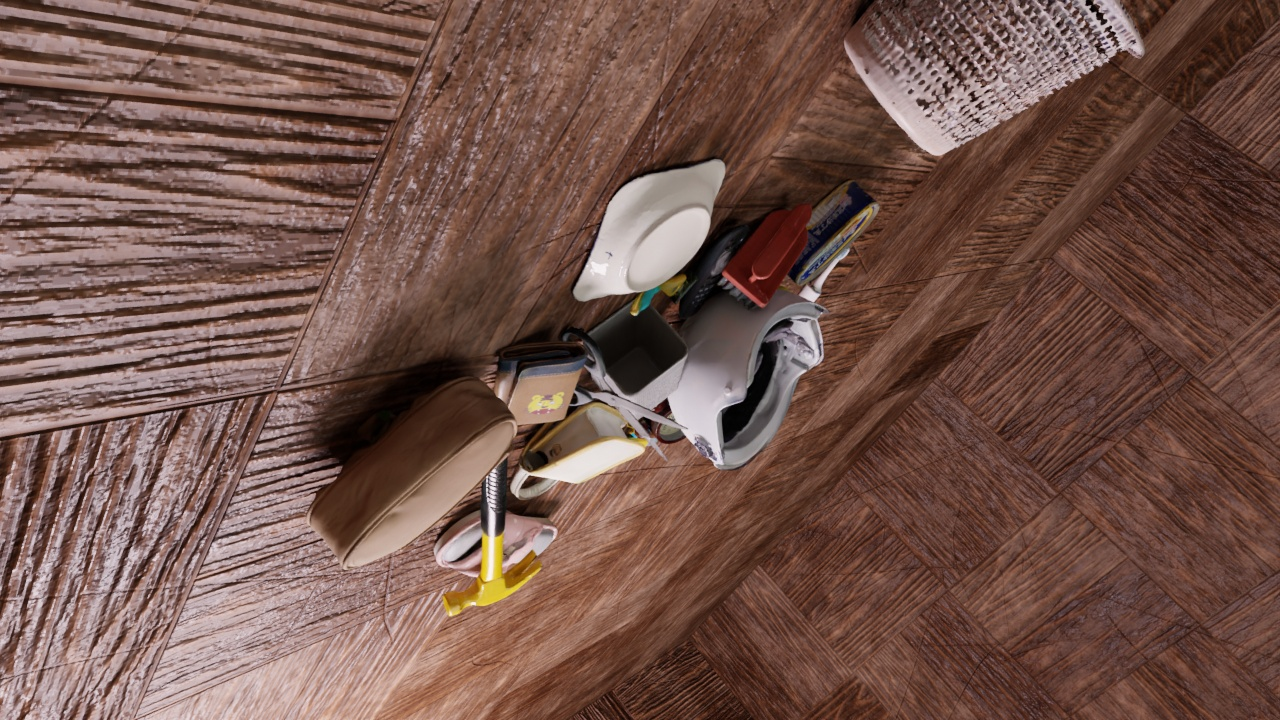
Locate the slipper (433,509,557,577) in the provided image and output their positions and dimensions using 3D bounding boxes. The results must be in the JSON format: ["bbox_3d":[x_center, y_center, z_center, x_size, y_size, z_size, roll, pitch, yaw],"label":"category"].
[{"bbox_3d":[-0.185,0.254,1.253,0.114,0.054,0.274,-43,158,5],"label":"slipper"}]

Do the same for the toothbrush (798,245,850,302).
[{"bbox_3d":[0.246,-0.088,1.384,0.026,0.027,0.222,-29,158,-56],"label":"toothbrush"}]

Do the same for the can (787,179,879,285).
[{"bbox_3d":[0.241,-0.165,1.193,0.148,0.049,0.074,-44,160,5],"label":"can"}]

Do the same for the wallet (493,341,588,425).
[{"bbox_3d":[-0.109,0.026,0.949,0.090,0.033,0.116,-5,146,-22],"label":"wallet"}]

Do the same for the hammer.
[{"bbox_3d":[-0.179,0.204,1.118,0.128,0.033,0.301,-16,138,-25],"label":"hammer"}]

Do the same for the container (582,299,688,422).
[{"bbox_3d":[-0.006,0.006,1.042,0.090,0.090,0.114,-36,161,-15],"label":"container"}]

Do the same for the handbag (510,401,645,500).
[{"bbox_3d":[-0.098,0.121,1.164,0.179,0.063,0.163,-30,161,11],"label":"handbag"}]

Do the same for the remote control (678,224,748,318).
[{"bbox_3d":[0.079,-0.105,1.060,0.053,0.024,0.137,-20,148,-51],"label":"remote control"}]

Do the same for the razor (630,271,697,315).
[{"bbox_3d":[0.018,-0.071,0.995,0.043,0.028,0.132,-45,173,31],"label":"razor"}]

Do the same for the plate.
[{"bbox_3d":[0.018,-0.120,0.912,0.163,0.034,0.165,-23,152,-40],"label":"plate"}]

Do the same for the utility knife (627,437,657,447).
[{"bbox_3d":[-0.019,0.124,1.347,0.033,0.015,0.192,-46,160,19],"label":"utility knife"}]

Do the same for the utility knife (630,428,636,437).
[{"bbox_3d":[0.043,0.048,1.306,0.162,0.018,0.034,-51,157,18],"label":"utility knife"}]

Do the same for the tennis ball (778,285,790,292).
[{"bbox_3d":[0.180,-0.071,1.249,0.065,0.065,0.066,-36,158,-17],"label":"tennis ball"}]

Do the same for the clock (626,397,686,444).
[{"bbox_3d":[0.031,0.071,1.260,0.121,0.055,0.082,1,128,-38],"label":"clock"}]

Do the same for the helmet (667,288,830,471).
[{"bbox_3d":[0.115,0.010,1.166,0.228,0.146,0.259,-44,155,-24],"label":"helmet"}]

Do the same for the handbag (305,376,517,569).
[{"bbox_3d":[-0.210,0.099,0.859,0.204,0.100,0.148,-41,167,-3],"label":"handbag"}]

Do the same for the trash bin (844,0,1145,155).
[{"bbox_3d":[0.308,-0.305,0.846,0.193,0.227,0.227,-39,163,28],"label":"trash bin"}]

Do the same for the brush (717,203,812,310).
[{"bbox_3d":[0.153,-0.128,1.062,0.145,0.063,0.069,-51,-177,-34],"label":"brush"}]

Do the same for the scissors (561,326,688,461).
[{"bbox_3d":[-0.032,0.036,0.974,0.014,0.179,0.159,-46,128,-46],"label":"scissors"}]
